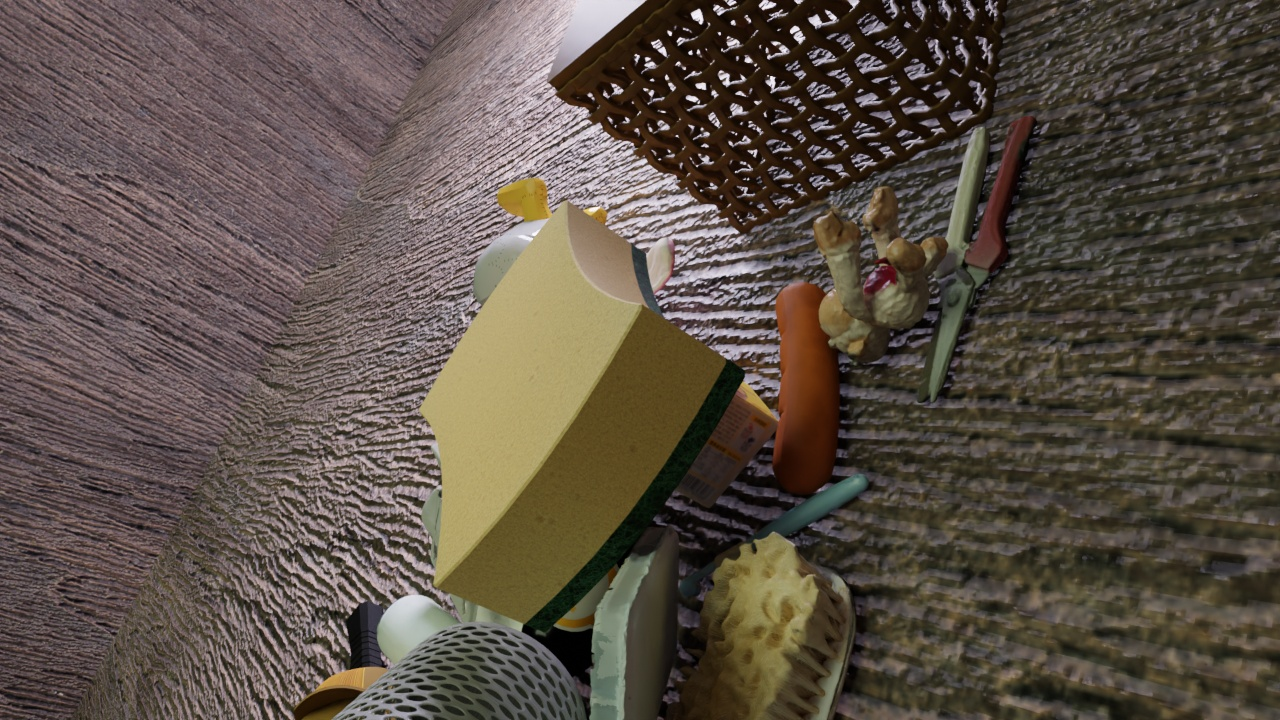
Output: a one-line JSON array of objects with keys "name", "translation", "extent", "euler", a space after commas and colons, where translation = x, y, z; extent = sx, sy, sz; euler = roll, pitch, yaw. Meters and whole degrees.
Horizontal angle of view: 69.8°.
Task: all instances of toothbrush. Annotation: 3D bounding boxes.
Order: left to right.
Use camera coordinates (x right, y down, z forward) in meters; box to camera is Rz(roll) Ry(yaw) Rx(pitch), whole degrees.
[{"name": "toothbrush", "translation": [0.082, 0.112, 0.581], "extent": [0.155, 0.016, 0.022], "euler": [-40, 1, 31]}]

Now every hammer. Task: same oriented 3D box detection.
[{"name": "hammer", "translation": [-0.262, 0.352, 0.880], "extent": [0.131, 0.039, 0.328], "euler": [-52, 28, 11]}]

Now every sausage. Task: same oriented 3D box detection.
[{"name": "sausage", "translation": [0.109, 0.013, 0.606], "extent": [0.045, 0.039, 0.163], "euler": [-39, 34, 44]}]

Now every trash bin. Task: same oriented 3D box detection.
[{"name": "trash bin", "translation": [-0.125, 0.263, 0.557], "extent": [0.157, 0.156, 0.183], "euler": [-49, -4, 18]}]

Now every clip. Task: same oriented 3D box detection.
[{"name": "clip", "translation": [-0.153, 0.143, 0.805], "extent": [0.125, 0.074, 0.144], "euler": [32, 114, 54]}]

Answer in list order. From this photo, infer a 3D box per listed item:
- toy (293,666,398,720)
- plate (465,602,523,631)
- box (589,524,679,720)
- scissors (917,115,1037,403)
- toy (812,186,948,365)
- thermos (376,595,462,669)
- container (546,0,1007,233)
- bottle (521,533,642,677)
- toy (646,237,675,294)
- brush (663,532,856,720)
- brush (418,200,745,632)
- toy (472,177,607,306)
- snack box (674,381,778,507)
[{"name": "toy", "translation": [-0.211, 0.321, 0.685], "extent": [0.203, 0.198, 0.163], "euler": [-107, 10, -52]}, {"name": "plate", "translation": [-0.110, 0.154, 0.798], "extent": [0.187, 0.016, 0.187], "euler": [1, 82, 58]}, {"name": "box", "translation": [-0.013, 0.197, 0.508], "extent": [0.209, 0.061, 0.192], "euler": [3, -82, -82]}, {"name": "scissors", "translation": [0.205, -0.067, 0.557], "extent": [0.147, 0.015, 0.187], "euler": [-39, 36, 32]}, {"name": "toy", "translation": [0.145, -0.045, 0.574], "extent": [0.085, 0.074, 0.106], "euler": [-40, -34, -49]}, {"name": "thermos", "translation": [-0.160, 0.257, 0.775], "extent": [0.230, 0.068, 0.067], "euler": [3, 65, 60]}, {"name": "container", "translation": [0.106, -0.277, 0.706], "extent": [0.252, 0.214, 0.219], "euler": [-19, 48, 51]}, {"name": "bottle", "translation": [-0.055, 0.197, 0.671], "extent": [0.059, 0.059, 0.181], "euler": [15, 76, 61]}, {"name": "toy", "translation": [-0.004, 0.004, 0.759], "extent": [0.193, 0.084, 0.159], "euler": [-97, 27, -45]}, {"name": "brush", "translation": [0.043, 0.228, 0.485], "extent": [0.083, 0.056, 0.270], "euler": [2, 65, 56]}, {"name": "brush", "translation": [-0.055, 0.022, 0.594], "extent": [0.195, 0.075, 0.250], "euler": [-53, 26, 11]}, {"name": "toy", "translation": [-0.100, -0.046, 0.901], "extent": [0.247, 0.140, 0.267], "euler": [-25, 51, 52]}, {"name": "snack box", "translation": [0.027, 0.039, 0.643], "extent": [0.084, 0.105, 0.061], "euler": [-52, 28, 13]}]
